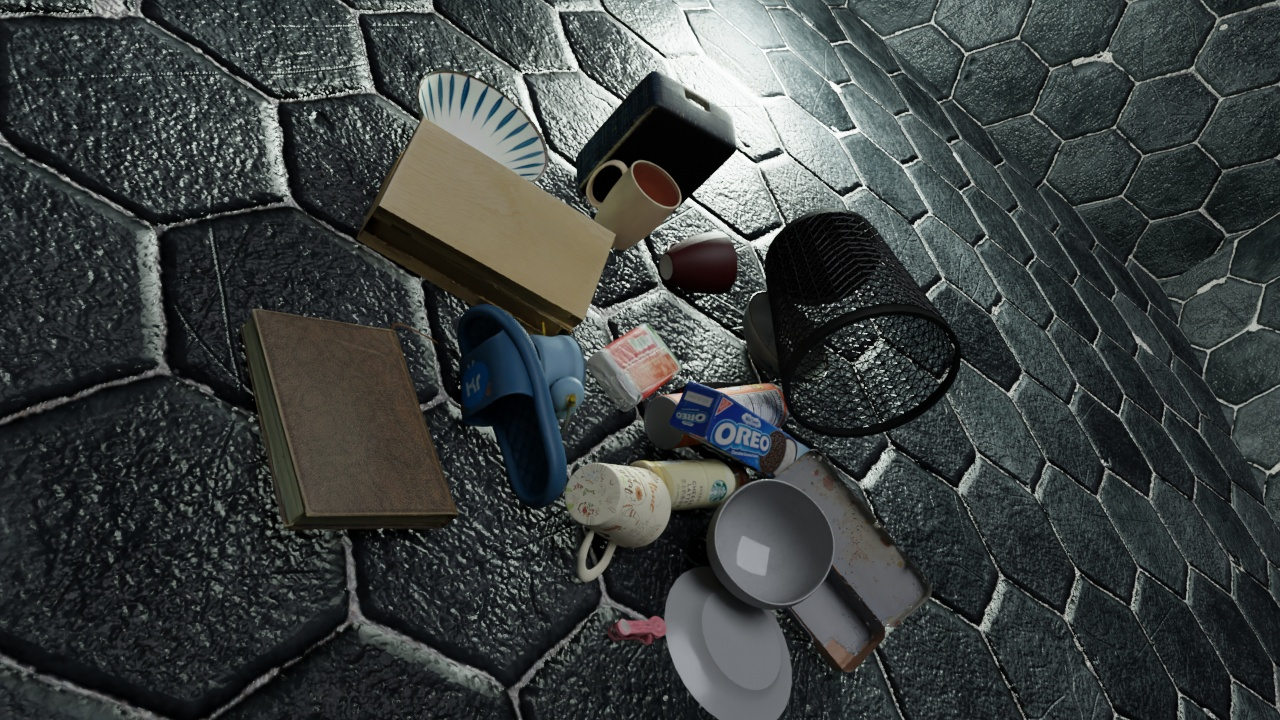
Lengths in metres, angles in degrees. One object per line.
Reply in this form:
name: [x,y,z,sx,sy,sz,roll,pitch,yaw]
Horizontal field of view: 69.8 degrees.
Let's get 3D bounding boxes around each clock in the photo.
clock: [-0.095,0.027,0.941,0.051,0.089,0.124,8,49,-35]

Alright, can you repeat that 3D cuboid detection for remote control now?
remote control: [0.086,0.037,1.155,0.124,0.039,0.010,0,67,-52]

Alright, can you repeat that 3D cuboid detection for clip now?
clip: [0.000,0.255,0.871,0.058,0.038,0.022,9,54,-35]

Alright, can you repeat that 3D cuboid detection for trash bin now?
trash bin: [0.267,-0.062,1.199,0.216,0.218,0.242,24,36,-29]

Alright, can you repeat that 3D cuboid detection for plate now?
plate: [0.099,0.291,0.951,0.172,0.019,0.172,26,41,-26]

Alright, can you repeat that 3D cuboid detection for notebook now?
notebook: [-0.237,0.050,0.803,0.189,0.035,0.215,8,45,-46]

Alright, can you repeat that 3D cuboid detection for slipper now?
slipper: [-0.130,0.041,0.884,0.059,0.104,0.213,-7,66,-45]

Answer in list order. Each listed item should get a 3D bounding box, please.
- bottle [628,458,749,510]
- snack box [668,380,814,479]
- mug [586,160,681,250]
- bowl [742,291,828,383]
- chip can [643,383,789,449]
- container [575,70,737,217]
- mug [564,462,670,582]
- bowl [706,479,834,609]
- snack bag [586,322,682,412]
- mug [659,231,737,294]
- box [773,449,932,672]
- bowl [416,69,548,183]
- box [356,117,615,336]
bottle: [0.055,0.137,1.016,0.161,0.057,0.056,4,54,-43]
snack box: [0.123,0.091,1.062,0.226,0.059,0.059,33,80,-47]
mug: [-0.020,-0.211,1.220,0.111,0.105,0.085,41,37,-7]
bowl: [0.193,-0.022,1.299,0.150,0.057,0.150,26,41,-26]
chip can: [0.097,0.065,1.118,0.209,0.062,0.062,-4,60,-47]
container: [0.019,-0.281,1.253,0.145,0.188,0.071,21,48,-31]
mug: [-0.033,0.155,0.885,0.081,0.122,0.097,20,-7,28]
bowl: [0.133,0.199,0.981,0.131,0.064,0.131,4,67,-11]
snack bag: [-0.006,0.006,1.091,0.077,0.036,0.115,51,36,3]
mug: [0.067,-0.139,1.275,0.088,0.087,0.114,-8,33,-28]
box: [0.214,0.224,1.041,0.153,0.058,0.216,-39,85,-16]
bowl: [-0.204,-0.261,1.109,0.177,0.071,0.177,27,41,-26]
box: [-0.161,-0.136,1.001,0.248,0.123,0.140,30,37,-21]
